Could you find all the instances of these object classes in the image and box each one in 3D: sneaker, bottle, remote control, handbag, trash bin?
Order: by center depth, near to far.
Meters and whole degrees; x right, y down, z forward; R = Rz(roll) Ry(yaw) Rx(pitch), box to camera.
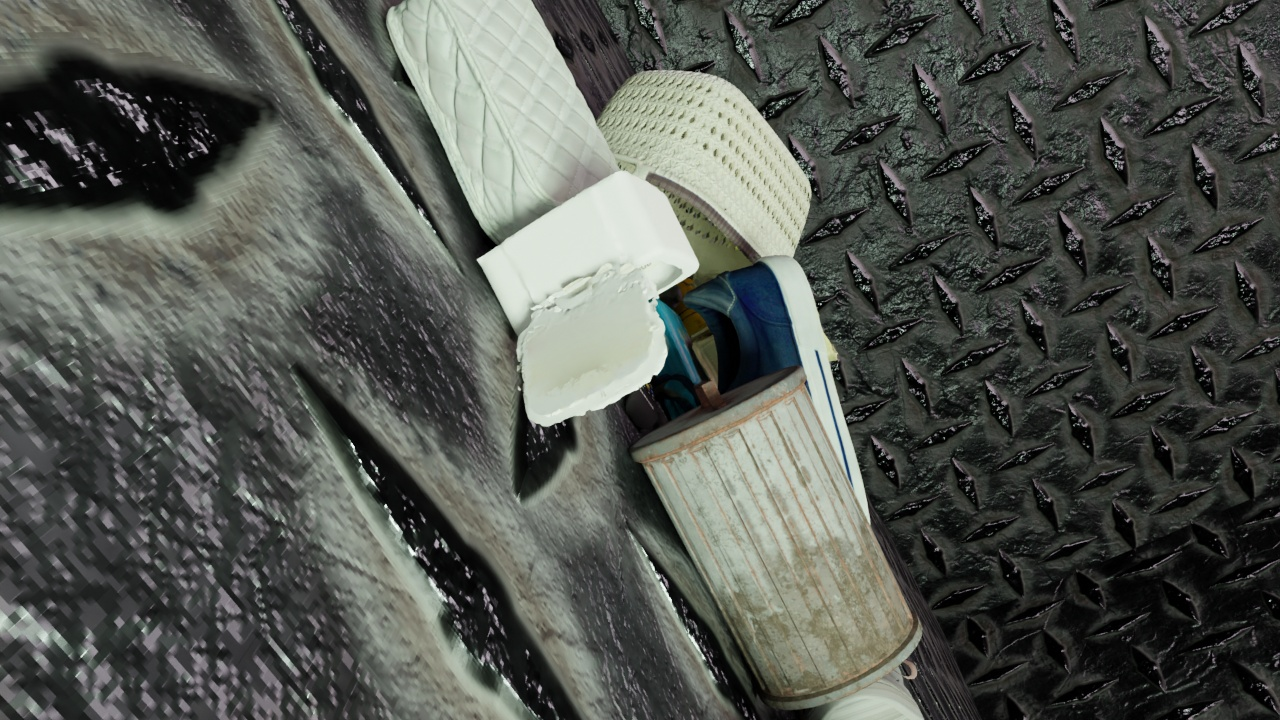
[{"bbox_3d":[-0.085,-0.163,0.618,0.138,0.073,0.195,-14,76,-59],"label":"handbag"},{"bbox_3d":[0.089,0.110,0.628,0.211,0.131,0.130,64,12,0],"label":"trash bin"},{"bbox_3d":[0.169,0.263,0.711,0.236,0.099,0.089,59,11,-51],"label":"sneaker"},{"bbox_3d":[0.092,0.071,0.729,0.121,0.127,0.294,174,-99,-78],"label":"sneaker"},{"bbox_3d":[-0.004,0.004,0.742,0.033,0.015,0.146,56,13,-27],"label":"remote control"},{"bbox_3d":[0.115,-0.011,0.858,0.081,0.119,0.111,64,12,8],"label":"handbag"},{"bbox_3d":[0.071,-0.021,0.990,0.071,0.071,0.163,53,15,-37],"label":"bottle"},{"bbox_3d":[0.014,-0.104,1.013,0.036,0.036,0.109,44,21,-56],"label":"bottle"}]

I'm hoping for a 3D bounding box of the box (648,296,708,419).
[{"bbox_3d":[0.054,0.054,0.838,0.226,0.039,0.094,66,11,11],"label":"box"}]

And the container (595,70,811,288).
[{"bbox_3d":[0.052,-0.158,0.867,0.185,0.143,0.251,20,-10,41],"label":"container"}]

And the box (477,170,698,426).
[{"bbox_3d":[-0.030,-0.042,0.517,0.101,0.112,0.188,56,17,-10],"label":"box"}]

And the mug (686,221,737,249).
[{"bbox_3d":[0.064,-0.115,1.085,0.082,0.106,0.082,57,13,-20],"label":"mug"}]
